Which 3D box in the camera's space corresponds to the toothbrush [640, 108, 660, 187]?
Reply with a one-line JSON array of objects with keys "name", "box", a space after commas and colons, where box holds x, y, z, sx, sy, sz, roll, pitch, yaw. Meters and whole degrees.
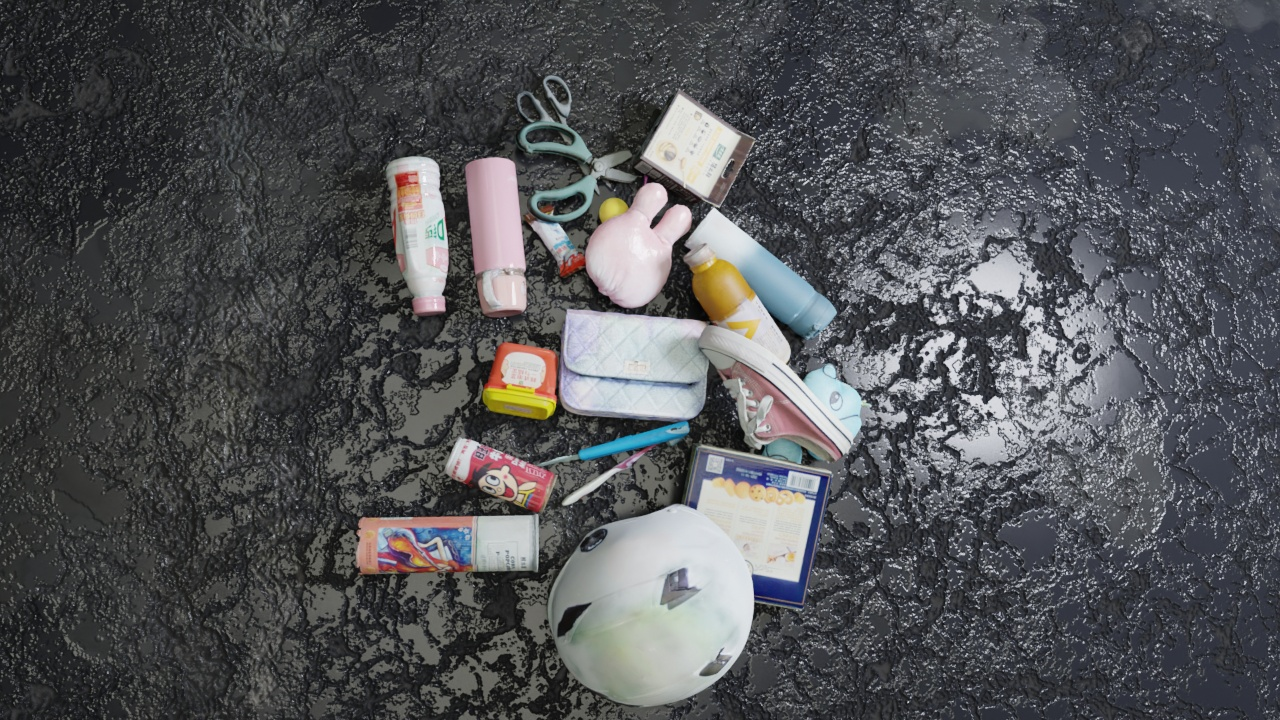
[{"name": "toothbrush", "box": [0.009, -0.252, 1.252, 0.014, 0.018, 0.189, 9, 84, -6]}]

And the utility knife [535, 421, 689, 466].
[{"name": "utility knife", "box": [-0.037, 0.112, 1.176, 0.204, 0.034, 0.018, -14, 75, -2]}]

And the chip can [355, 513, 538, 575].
[{"name": "chip can", "box": [-0.233, 0.224, 1.120, 0.214, 0.071, 0.071, 1, 82, -6]}]

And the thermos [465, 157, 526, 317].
[{"name": "thermos", "box": [-0.187, -0.158, 1.173, 0.067, 0.087, 0.198, -7, 82, 13]}]

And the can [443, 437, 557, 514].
[{"name": "can", "box": [-0.175, 0.143, 1.149, 0.132, 0.053, 0.053, 23, 80, -4]}]

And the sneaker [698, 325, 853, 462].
[{"name": "sneaker", "box": [0.155, 0.056, 1.137, 0.241, 0.118, 0.087, 41, 78, -10]}]

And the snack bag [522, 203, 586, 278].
[{"name": "snack bag", "box": [-0.110, -0.158, 1.214, 0.048, 0.026, 0.104, -30, 87, -23]}]

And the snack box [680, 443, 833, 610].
[{"name": "snack box", "box": [0.137, 0.211, 1.171, 0.178, 0.046, 0.182, 12, 91, -5]}]

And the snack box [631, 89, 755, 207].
[{"name": "snack box", "box": [0.071, -0.280, 1.236, 0.125, 0.053, 0.113, 31, 79, -15]}]

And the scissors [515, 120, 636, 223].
[{"name": "scissors", "box": [-0.095, -0.267, 1.222, 0.174, 0.019, 0.176, -31, 86, -19]}]

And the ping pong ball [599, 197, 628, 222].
[{"name": "ping pong ball", "box": [-0.035, -0.196, 1.221, 0.040, 0.040, 0.040, 1, 82, -8]}]

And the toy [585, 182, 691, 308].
[{"name": "toy", "box": [-0.001, -0.149, 1.202, 0.121, 0.054, 0.159, 38, 87, -25]}]

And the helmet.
[{"name": "helmet", "box": [0.012, 0.308, 1.074, 0.259, 0.145, 0.229, -25, 101, 4]}]

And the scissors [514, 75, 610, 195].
[{"name": "scissors", "box": [-0.093, -0.310, 1.244, 0.170, 0.014, 0.150, 18, 81, -5]}]

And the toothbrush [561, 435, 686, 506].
[{"name": "toothbrush", "box": [-0.020, 0.139, 1.190, 0.187, 0.016, 0.017, -31, 97, -11]}]

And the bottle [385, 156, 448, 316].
[{"name": "bottle", "box": [-0.280, -0.157, 1.173, 0.068, 0.068, 0.197, -8, 87, -9]}]

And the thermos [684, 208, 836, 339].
[{"name": "thermos", "box": [0.162, -0.113, 1.226, 0.220, 0.070, 0.070, 38, 79, -2]}]

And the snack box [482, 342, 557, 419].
[{"name": "snack box", "box": [-0.148, 0.024, 1.158, 0.091, 0.082, 0.080, 10, 71, -5]}]

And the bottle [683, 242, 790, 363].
[{"name": "bottle", "box": [0.122, -0.066, 1.191, 0.068, 0.068, 0.189, -38, 103, -11]}]

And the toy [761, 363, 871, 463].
[{"name": "toy", "box": [0.229, 0.087, 1.214, 0.156, 0.050, 0.161, -5, 88, -6]}]

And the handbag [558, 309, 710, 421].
[{"name": "handbag", "box": [-0.007, 0.007, 1.179, 0.194, 0.076, 0.134, 4, 80, -8]}]
